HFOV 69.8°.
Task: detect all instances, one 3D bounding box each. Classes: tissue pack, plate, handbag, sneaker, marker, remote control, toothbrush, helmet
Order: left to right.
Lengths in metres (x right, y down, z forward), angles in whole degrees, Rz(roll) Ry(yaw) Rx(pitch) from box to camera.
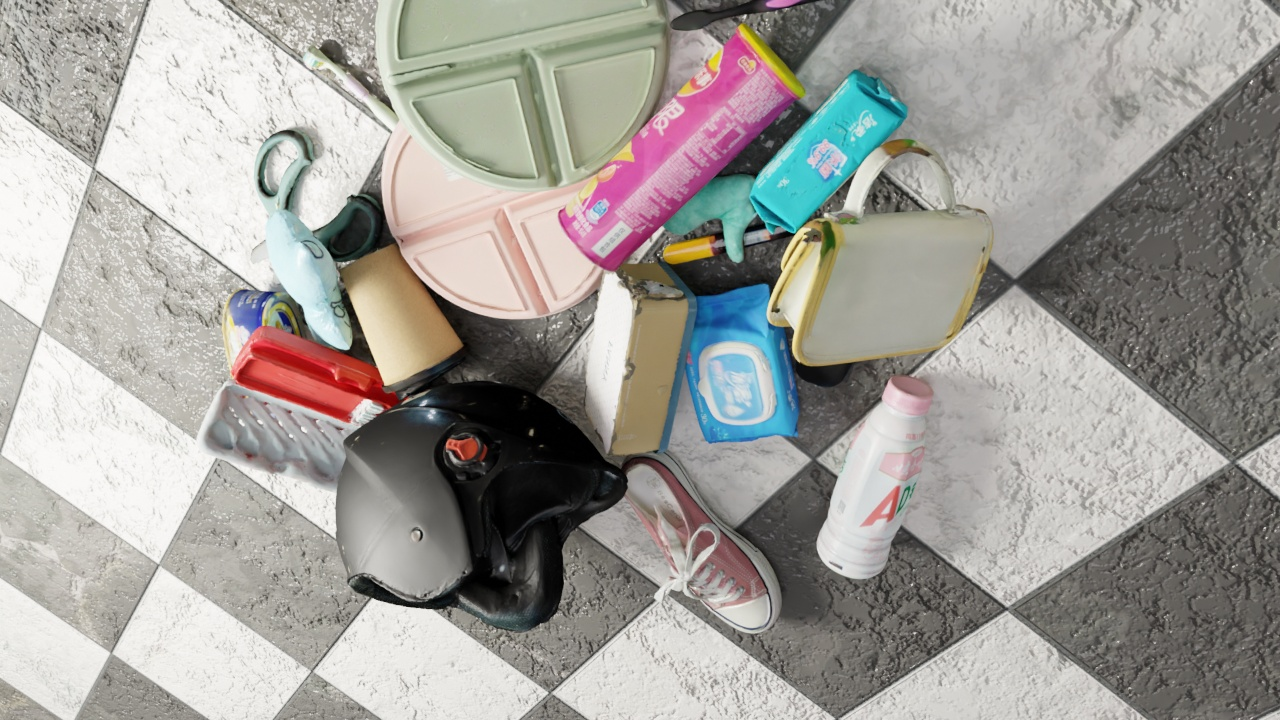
[{"bbox_3d":[-0.223,-0.211,0.826,0.189,0.029,0.020,41,81,-9],"label":"toothbrush"},{"bbox_3d":[-0.158,0.129,0.876,0.275,0.233,0.230,-29,64,1],"label":"helmet"},{"bbox_3d":[-0.125,-0.136,0.819,0.229,0.028,0.230,5,119,8],"label":"plate"},{"bbox_3d":[-0.087,-0.239,0.712,0.230,0.027,0.230,-5,118,-9],"label":"plate"},{"bbox_3d":[0.055,0.198,0.927,0.118,0.087,0.241,-29,105,28],"label":"sneaker"},{"bbox_3d":[0.079,-0.104,0.796,0.124,0.015,0.018,-11,112,19],"label":"marker"},{"bbox_3d":[0.088,0.008,0.832,0.095,0.052,0.157,-6,116,19],"label":"tissue pack"},{"bbox_3d":[0.115,-0.274,0.694,0.189,0.017,0.014,-7,117,16],"label":"toothbrush"},{"bbox_3d":[0.138,-0.156,0.694,0.050,0.093,0.134,41,114,-7],"label":"tissue pack"},{"bbox_3d":[0.174,-0.030,0.802,0.053,0.024,0.137,20,122,4],"label":"remote control"},{"bbox_3d":[0.189,-0.087,0.699,0.163,0.063,0.179,-7,130,-24],"label":"handbag"}]

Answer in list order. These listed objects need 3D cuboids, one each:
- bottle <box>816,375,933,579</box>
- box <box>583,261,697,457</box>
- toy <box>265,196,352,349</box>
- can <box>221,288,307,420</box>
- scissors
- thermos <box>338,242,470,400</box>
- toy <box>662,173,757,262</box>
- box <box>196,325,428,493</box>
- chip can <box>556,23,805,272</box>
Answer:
[{"bbox_3d":[0.218,0.107,0.842,0.068,0.068,0.197,16,119,8],"label":"bottle"},{"bbox_3d":[-0.005,0.005,0.830,0.063,0.089,0.185,-6,126,-21],"label":"box"},{"bbox_3d":[-0.313,-0.078,0.863,0.161,0.049,0.156,13,131,59],"label":"toy"},{"bbox_3d":[-0.386,-0.003,0.957,0.049,0.074,0.148,4,118,11],"label":"can"},{"bbox_3d":[-0.319,-0.130,0.900,0.172,0.019,0.177,26,121,1],"label":"scissors"},{"bbox_3d":[-0.231,-0.036,0.888,0.093,0.092,0.143,-21,103,25],"label":"thermos"},{"bbox_3d":[0.058,-0.128,0.777,0.092,0.030,0.096,-4,104,20],"label":"toy"},{"bbox_3d":[-0.323,0.057,0.934,0.201,0.063,0.160,25,110,-32],"label":"box"},{"bbox_3d":[0.028,-0.164,0.728,0.211,0.071,0.071,-41,101,22],"label":"chip can"}]
